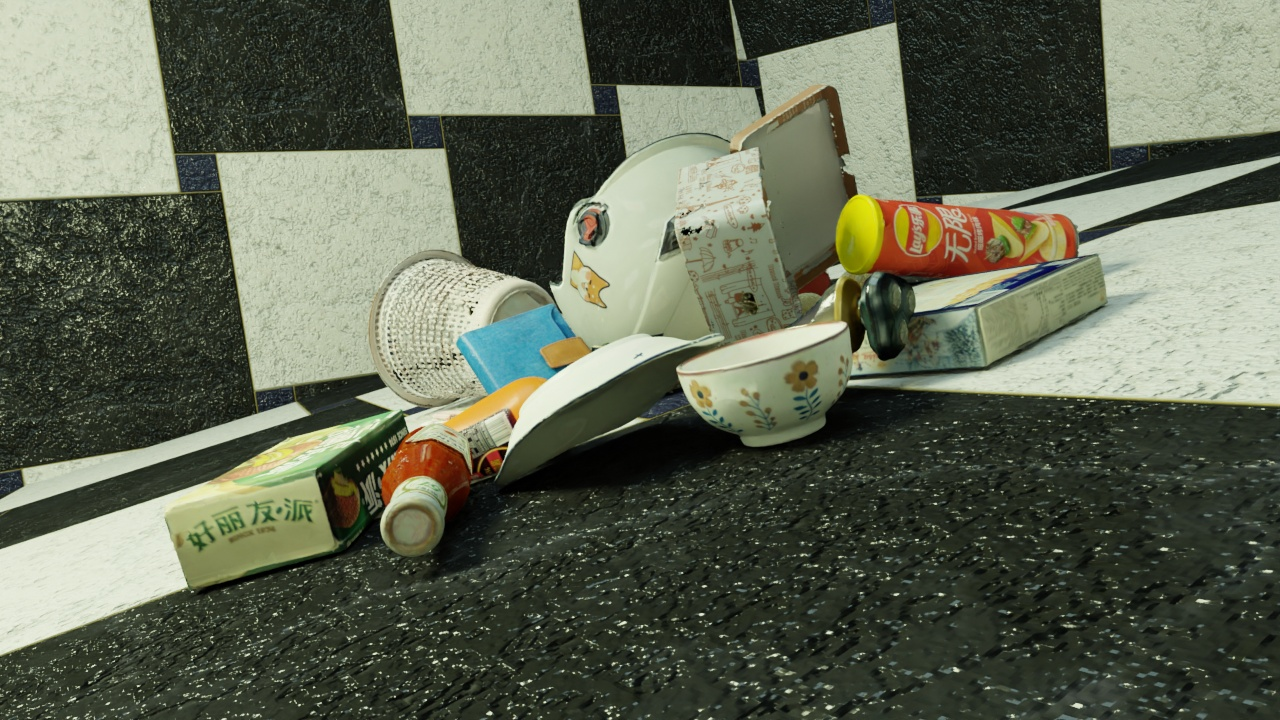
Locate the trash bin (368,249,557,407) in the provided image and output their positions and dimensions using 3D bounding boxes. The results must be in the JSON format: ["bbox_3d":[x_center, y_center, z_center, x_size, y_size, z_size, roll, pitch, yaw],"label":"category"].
[{"bbox_3d":[-0.223,-0.038,1.259,0.192,0.227,0.226,6,20,39],"label":"trash bin"}]

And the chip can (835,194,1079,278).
[{"bbox_3d":[0.293,-0.108,0.848,0.216,0.073,0.073,3,2,-16],"label":"chip can"}]

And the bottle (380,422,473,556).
[{"bbox_3d":[-0.141,0.083,0.601,0.059,0.060,0.206,-17,7,-8],"label":"bottle"}]

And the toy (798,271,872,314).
[{"bbox_3d":[0.181,-0.055,0.960,0.157,0.066,0.105,-27,27,-22],"label":"toy"}]

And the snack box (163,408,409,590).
[{"bbox_3d":[-0.261,0.100,0.728,0.114,0.063,0.240,-15,7,1],"label":"snack box"}]

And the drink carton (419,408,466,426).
[{"bbox_3d":[-0.161,0.068,0.836,0.053,0.045,0.123,-20,7,-24],"label":"drink carton"}]

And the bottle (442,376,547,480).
[{"bbox_3d":[-0.132,0.067,0.734,0.149,0.067,0.067,-24,8,-6],"label":"bottle"}]

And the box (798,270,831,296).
[{"bbox_3d":[0.166,-0.083,1.169,0.091,0.079,0.169,-20,8,-26],"label":"box"}]

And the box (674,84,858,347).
[{"bbox_3d":[0.121,-0.119,0.852,0.126,0.179,0.272,3,40,33],"label":"box"}]

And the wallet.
[{"bbox_3d":[-0.093,0.011,0.841,0.106,0.133,0.040,-21,-32,-27],"label":"wallet"}]

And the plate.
[{"bbox_3d":[-0.031,0.025,0.660,0.163,0.034,0.165,-25,-14,-33],"label":"plate"}]

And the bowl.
[{"bbox_3d":[0.086,0.018,0.594,0.113,0.062,0.113,-17,7,2],"label":"bowl"}]

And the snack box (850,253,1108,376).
[{"bbox_3d":[0.240,-0.034,0.730,0.177,0.046,0.183,-20,8,-36],"label":"snack box"}]

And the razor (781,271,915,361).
[{"bbox_3d":[0.120,-0.005,0.661,0.168,0.067,0.062,-33,-22,31],"label":"razor"}]

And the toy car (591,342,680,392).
[{"bbox_3d":[-0.005,0.005,0.878,0.090,0.035,0.042,18,-7,-15],"label":"toy car"}]

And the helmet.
[{"bbox_3d":[0.037,-0.085,0.974,0.229,0.156,0.275,1,-41,-36],"label":"helmet"}]
